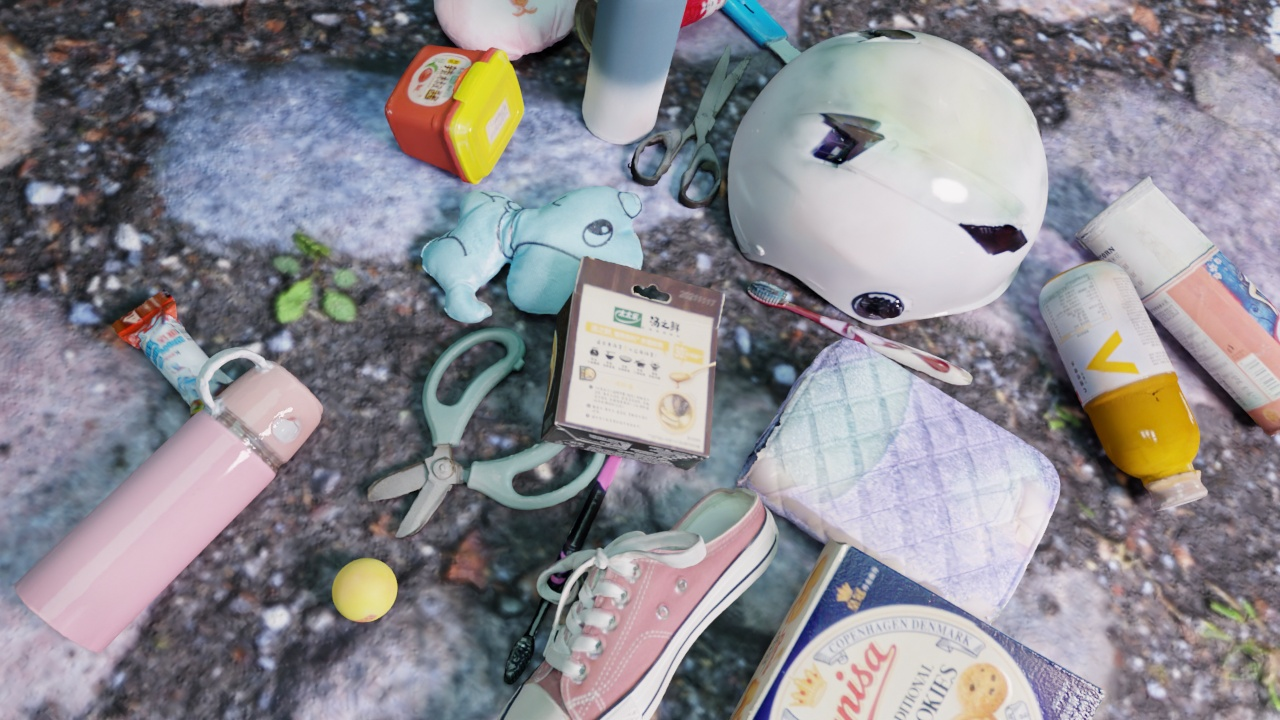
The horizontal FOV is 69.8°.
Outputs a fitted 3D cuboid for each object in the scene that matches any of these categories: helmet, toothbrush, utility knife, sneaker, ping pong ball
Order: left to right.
[{"bbox_3d":[-0.178,0.148,0.592,0.040,0.040,0.040,2,68,-6],"label":"ping pong ball"},{"bbox_3d":[-0.048,0.130,0.628,0.014,0.018,0.188,24,66,5],"label":"toothbrush"},{"bbox_3d":[-0.010,0.152,0.570,0.240,0.118,0.088,-41,117,-25],"label":"sneaker"},{"bbox_3d":[0.096,-0.313,0.824,0.034,0.018,0.204,-37,78,-19],"label":"utility knife"},{"bbox_3d":[0.171,-0.022,0.715,0.187,0.017,0.016,23,68,3],"label":"toothbrush"},{"bbox_3d":[0.205,-0.157,0.704,0.258,0.146,0.228,23,68,2],"label":"helmet"}]

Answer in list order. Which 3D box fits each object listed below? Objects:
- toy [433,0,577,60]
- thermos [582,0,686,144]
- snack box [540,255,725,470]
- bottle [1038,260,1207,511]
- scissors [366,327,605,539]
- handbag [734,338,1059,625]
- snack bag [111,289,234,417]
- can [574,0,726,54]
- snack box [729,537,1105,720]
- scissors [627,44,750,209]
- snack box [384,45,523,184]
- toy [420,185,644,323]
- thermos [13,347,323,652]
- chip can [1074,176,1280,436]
[{"bbox_3d":[-0.124,-0.323,0.783,0.121,0.054,0.159,-21,68,-16],"label":"toy"},{"bbox_3d":[-0.005,-0.246,0.675,0.070,0.221,0.070,2,70,-7],"label":"thermos"},{"bbox_3d":[-0.004,0.004,0.652,0.113,0.053,0.125,14,64,-17],"label":"snack box"},{"bbox_3d":[0.368,0.018,0.695,0.068,0.068,0.189,-12,70,-11],"label":"bottle"},{"bbox_3d":[-0.119,0.045,0.654,0.174,0.019,0.176,-16,72,-12],"label":"scissors"},{"bbox_3d":[0.179,0.085,0.643,0.194,0.076,0.134,33,68,8],"label":"handbag"},{"bbox_3d":[-0.321,0.001,0.642,0.048,0.026,0.104,-40,77,-7],"label":"snack bag"},{"bbox_3d":[0.012,-0.304,0.782,0.132,0.053,0.053,-32,75,-26],"label":"can"},{"bbox_3d":[0.157,0.234,0.568,0.182,0.046,0.178,29,87,5],"label":"snack box"},{"bbox_3d":[0.058,-0.198,0.777,0.170,0.014,0.150,-23,73,-20],"label":"scissors"},{"bbox_3d":[-0.145,-0.195,0.718,0.080,0.082,0.091,17,65,15],"label":"snack box"},{"bbox_3d":[-0.072,-0.081,0.693,0.156,0.050,0.161,35,77,6],"label":"toy"},{"bbox_3d":[-0.296,0.080,0.582,0.067,0.087,0.198,22,64,41],"label":"thermos"},{"bbox_3d":[0.450,-0.044,0.729,0.071,0.071,0.214,-33,76,-18],"label":"chip can"}]
